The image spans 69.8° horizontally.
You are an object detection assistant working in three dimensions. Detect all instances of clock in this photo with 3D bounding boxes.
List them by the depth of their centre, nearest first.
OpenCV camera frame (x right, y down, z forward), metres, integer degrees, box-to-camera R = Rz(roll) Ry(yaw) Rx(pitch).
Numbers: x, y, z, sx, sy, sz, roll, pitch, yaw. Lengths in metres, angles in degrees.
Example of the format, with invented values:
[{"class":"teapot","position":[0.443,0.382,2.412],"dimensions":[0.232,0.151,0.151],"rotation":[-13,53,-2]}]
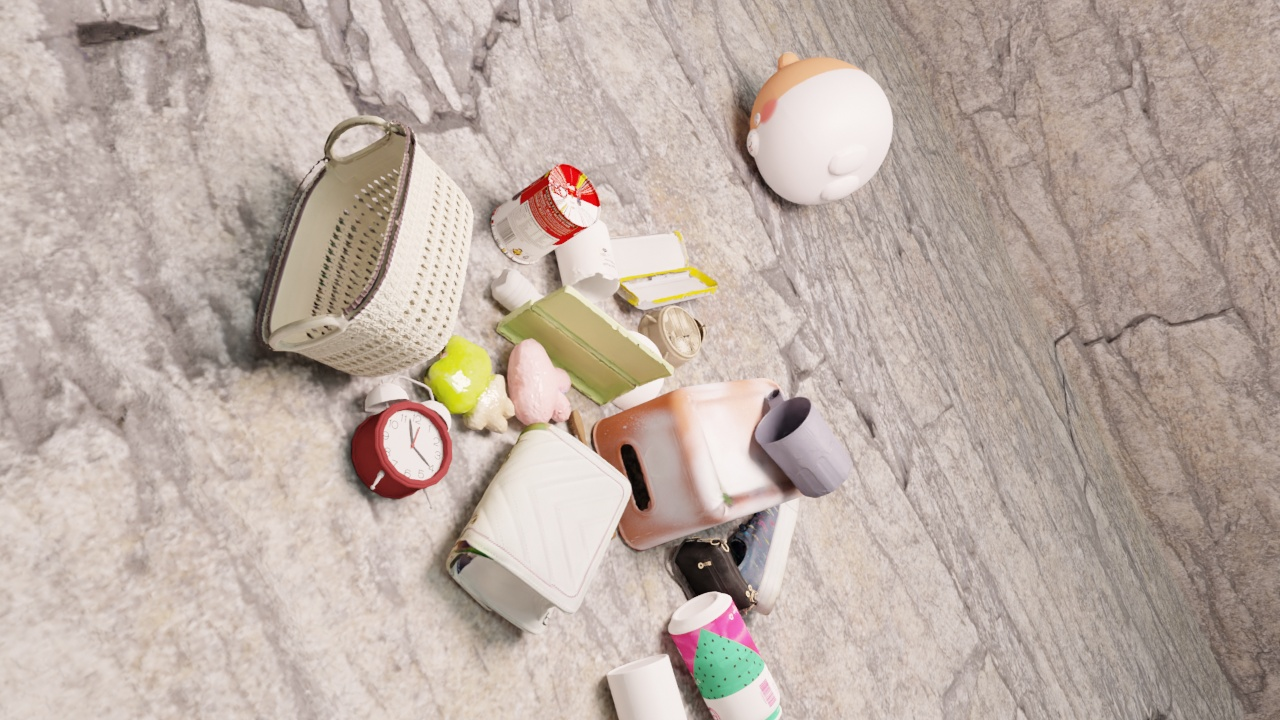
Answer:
[{"class":"clock","position":[-0.241,0.080,0.938],"dimensions":[0.096,0.048,0.137],"rotation":[28,52,-37]},{"class":"clock","position":[0.059,-0.038,1.349],"dimensions":[0.140,0.055,0.093],"rotation":[-13,80,-49]}]

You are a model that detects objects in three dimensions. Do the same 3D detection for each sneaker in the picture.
[{"class":"sneaker","position":[0.171,0.256,1.317],"dimensions":[0.079,0.088,0.234],"rotation":[21,42,2]}]

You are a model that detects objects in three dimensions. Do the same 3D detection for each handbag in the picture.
[{"class":"handbag","position":[-0.112,0.179,1.001],"dimensions":[0.142,0.096,0.197],"rotation":[39,44,-9]},{"class":"handbag","position":[0.099,0.284,1.196],"dimensions":[0.128,0.079,0.054],"rotation":[59,36,-10]}]

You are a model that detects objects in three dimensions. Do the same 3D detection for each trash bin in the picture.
[{"class":"trash bin","position":[0.089,0.128,1.209],"dimensions":[0.259,0.158,0.181],"rotation":[-4,73,-49]}]

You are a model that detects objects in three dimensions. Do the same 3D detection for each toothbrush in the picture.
[{"class":"toothbrush","position":[-0.061,0.142,1.142],"dimensions":[0.016,0.016,0.166],"rotation":[-10,80,-51]}]

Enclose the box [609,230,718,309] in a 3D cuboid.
[{"class":"box","position":[0.026,-0.136,1.376],"dimensions":[0.209,0.046,0.128],"rotation":[-17,70,-51]}]

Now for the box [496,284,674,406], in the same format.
[{"class":"box","position":[-0.066,-0.017,1.125],"dimensions":[0.187,0.139,0.029],"rotation":[36,46,-29]}]

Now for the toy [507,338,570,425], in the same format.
[{"class":"toy","position":[-0.119,0.033,1.109],"dimensions":[0.105,0.053,0.108],"rotation":[28,49,-52]}]

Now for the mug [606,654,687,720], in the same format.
[{"class":"mug","position":[0.014,0.391,1.056],"dimensions":[0.110,0.074,0.090],"rotation":[22,50,-74]}]

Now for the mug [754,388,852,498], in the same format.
[{"class":"mug","position":[0.207,0.103,1.181],"dimensions":[0.104,0.084,0.123],"rotation":[50,13,-20]}]

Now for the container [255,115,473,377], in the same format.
[{"class":"container","position":[-0.268,-0.103,0.913],"dimensions":[0.143,0.185,0.251],"rotation":[39,45,-46]}]

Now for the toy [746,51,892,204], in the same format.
[{"class":"toy","position":[0.323,-0.435,1.718],"dimensions":[0.265,0.263,0.280],"rotation":[-19,60,-12]}]

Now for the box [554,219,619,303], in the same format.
[{"class":"box","position":[-0.070,-0.104,1.219],"dimensions":[0.084,0.095,0.165],"rotation":[19,48,-47]}]

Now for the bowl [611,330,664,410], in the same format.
[{"class":"bowl","position":[-0.007,0.007,1.248],"dimensions":[0.114,0.051,0.114],"rotation":[26,52,-39]}]

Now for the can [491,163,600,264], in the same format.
[{"class":"can","position":[-0.121,-0.185,1.168],"dimensions":[0.086,0.117,0.086],"rotation":[26,52,-39]}]

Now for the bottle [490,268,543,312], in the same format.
[{"class":"bottle","position":[-0.127,-0.058,1.150],"dimensions":[0.136,0.044,0.044],"rotation":[42,43,-26]}]

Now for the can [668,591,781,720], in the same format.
[{"class":"can","position":[0.106,0.379,1.145],"dimensions":[0.088,0.088,0.166],"rotation":[-30,94,-52]}]

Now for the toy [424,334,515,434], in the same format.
[{"class":"toy","position":[-0.187,0.033,1.032],"dimensions":[0.118,0.043,0.092],"rotation":[47,42,-25]}]
